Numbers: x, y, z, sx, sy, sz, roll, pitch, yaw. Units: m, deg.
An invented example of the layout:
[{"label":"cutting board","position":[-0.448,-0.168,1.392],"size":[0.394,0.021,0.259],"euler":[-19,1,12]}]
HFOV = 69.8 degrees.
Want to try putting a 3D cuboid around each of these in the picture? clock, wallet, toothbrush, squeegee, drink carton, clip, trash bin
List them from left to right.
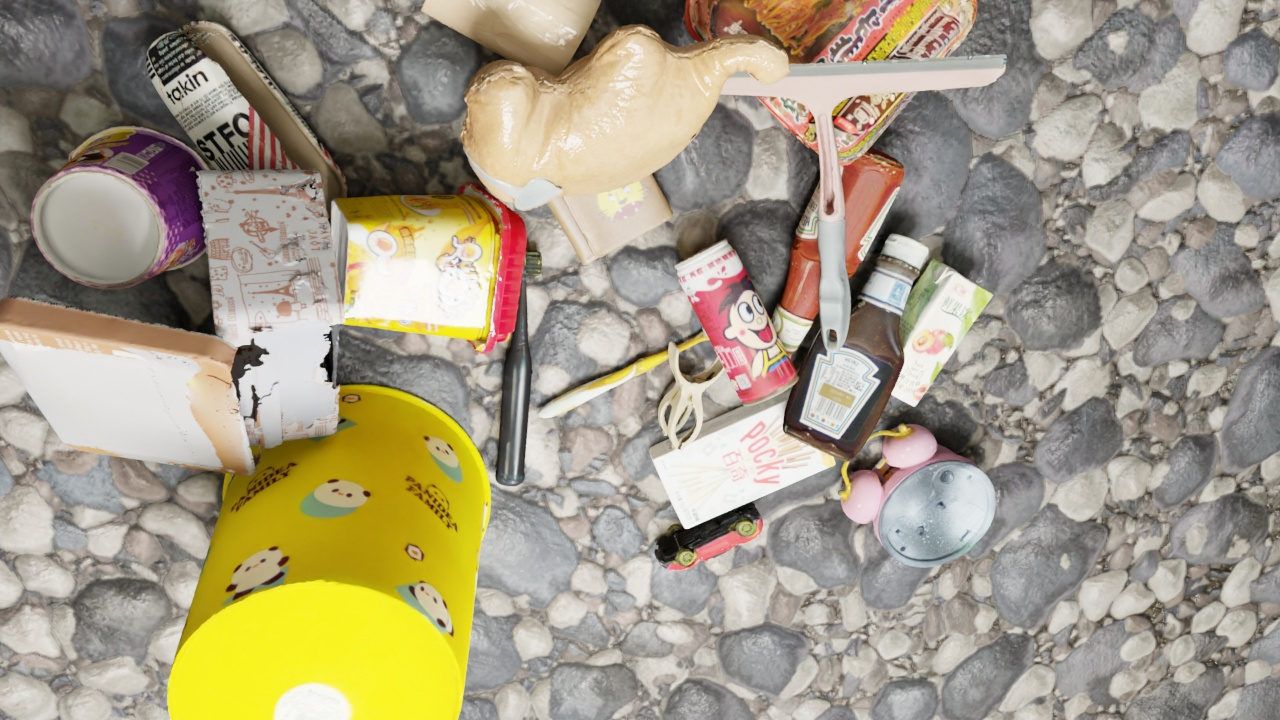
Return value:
[{"label":"trash bin","position":[-0.227,0.172,0.703],"size":[0.229,0.255,0.230],"euler":[-4,112,-9]},{"label":"toothbrush","position":[-0.103,0.008,0.783],"size":[0.027,0.026,0.213],"euler":[7,110,-3]},{"label":"wallet","position":[-0.036,-0.144,0.732],"size":[0.090,0.033,0.115],"euler":[-29,117,2]},{"label":"toothbrush","position":[-0.005,0.005,0.803],"size":[0.191,0.016,0.018],"euler":[-26,139,0]},{"label":"clip","position":[0.038,0.031,0.807],"size":[0.061,0.034,0.097],"euler":[5,117,-23]},{"label":"squeegee","position":[0.143,-0.114,0.702],"size":[0.248,0.040,0.250],"euler":[7,130,25]},{"label":"clock","position":[0.259,0.125,0.878],"size":[0.158,0.059,0.117],"euler":[34,103,-22]},{"label":"drink carton","position":[0.253,-0.025,0.822],"size":[0.053,0.045,0.123],"euler":[23,107,-24]}]

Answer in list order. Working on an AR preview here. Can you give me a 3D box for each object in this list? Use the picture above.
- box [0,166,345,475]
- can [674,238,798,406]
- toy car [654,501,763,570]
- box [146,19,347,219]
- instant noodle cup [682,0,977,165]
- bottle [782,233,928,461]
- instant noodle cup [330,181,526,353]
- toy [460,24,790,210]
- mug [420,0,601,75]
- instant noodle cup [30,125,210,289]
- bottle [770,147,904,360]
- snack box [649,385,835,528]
[{"label":"box","position":[-0.307,-0.015,0.615],"size":[0.192,0.156,0.183],"euler":[-5,151,-23]},{"label":"can","position":[0.080,-0.032,0.766],"size":[0.053,0.053,0.133],"euler":[-27,96,1]},{"label":"toy car","position":[0.064,0.166,0.865],"size":[0.106,0.049,0.031],"euler":[-25,112,-1]},{"label":"box","position":[-0.284,-0.169,0.674],"size":[0.075,0.080,0.163],"euler":[-20,119,33]},{"label":"instant noodle cup","position":[0.135,-0.263,0.687],"size":[0.188,0.079,0.165],"euler":[38,101,-23]},{"label":"bottle","position":[0.191,-0.013,0.792],"size":[0.080,0.044,0.195],"euler":[25,96,12]},{"label":"instant noodle cup","position":[-0.162,-0.072,0.680],"size":[0.123,0.116,0.116],"euler":[0,113,-27]},{"label":"toy","position":[-0.012,-0.174,0.639],"size":[0.226,0.143,0.082],"euler":[-17,75,-5]},{"label":"mug","position":[-0.082,-0.275,0.651],"size":[0.103,0.084,0.124],"euler":[26,78,-20]},{"label":"instant noodle cup","position":[-0.368,-0.103,0.652],"size":[0.111,0.099,0.112],"euler":[-4,114,-8]},{"label":"bottle","position":[0.151,-0.081,0.777],"size":[0.059,0.059,0.206],"euler":[17,114,-16]},{"label":"snack box","position":[0.095,0.088,0.851],"size":[0.157,0.027,0.085],"euler":[-24,114,1]}]
